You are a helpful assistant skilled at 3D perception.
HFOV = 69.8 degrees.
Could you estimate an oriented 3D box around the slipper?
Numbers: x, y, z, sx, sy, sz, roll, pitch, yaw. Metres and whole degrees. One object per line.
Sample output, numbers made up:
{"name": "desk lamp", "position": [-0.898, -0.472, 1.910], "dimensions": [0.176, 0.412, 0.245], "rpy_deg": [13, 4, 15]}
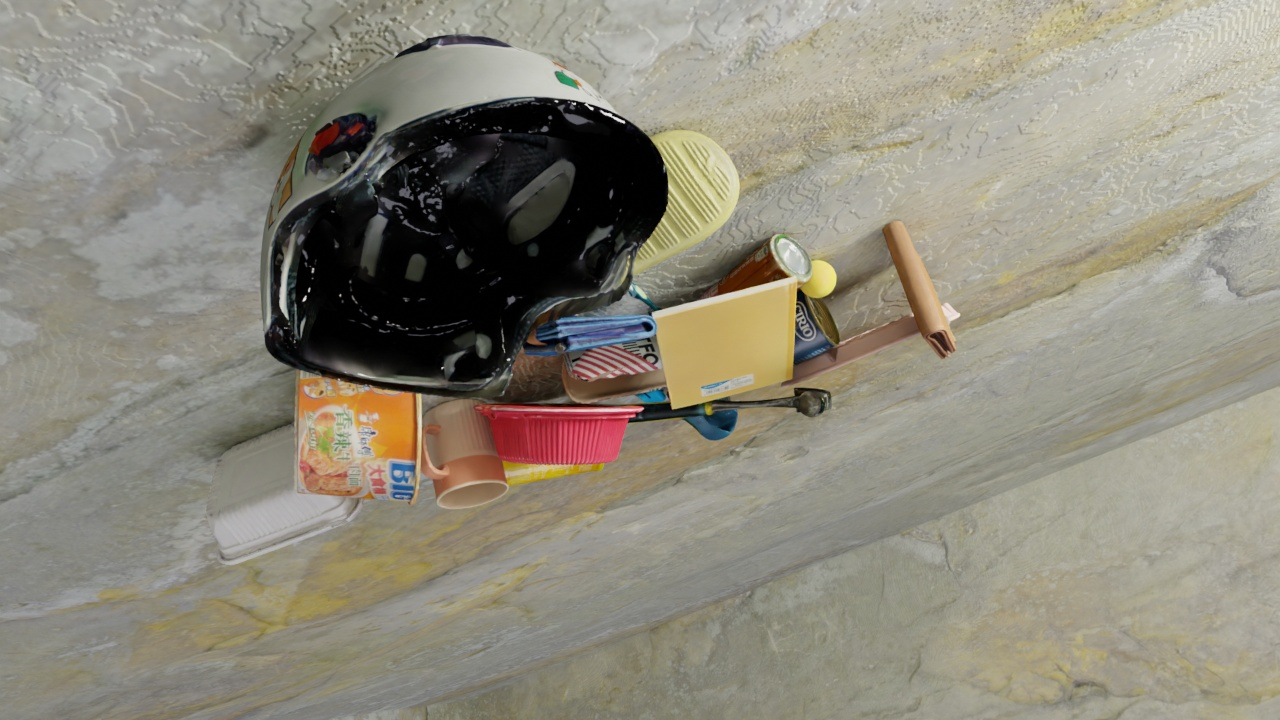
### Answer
{"name": "slipper", "position": [-0.011, -0.118, 0.754], "dimensions": [0.191, 0.091, 0.081], "rpy_deg": [-32, -166, 11]}

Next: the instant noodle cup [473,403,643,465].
{"name": "instant noodle cup", "position": [-0.091, 0.081, 1.034], "dimensions": [0.194, 0.066, 0.194], "rpy_deg": [0, 179, 0]}

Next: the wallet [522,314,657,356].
{"name": "wallet", "position": [-0.059, -0.027, 0.906], "dimensions": [0.106, 0.040, 0.133], "rpy_deg": [-6, 180, -26]}

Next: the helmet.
{"name": "helmet", "position": [-0.126, -0.103, 0.595], "dimensions": [0.229, 0.156, 0.275], "rpy_deg": [14, 132, -46]}

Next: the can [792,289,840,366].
{"name": "can", "position": [0.162, -0.027, 1.056], "dimensions": [0.111, 0.075, 0.075], "rpy_deg": [-28, 154, 24]}

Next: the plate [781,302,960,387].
{"name": "plate", "position": [0.276, -0.021, 1.127], "dimensions": [0.229, 0.028, 0.229], "rpy_deg": [-23, 177, -1]}

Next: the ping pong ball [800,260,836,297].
{"name": "ping pong ball", "position": [0.190, -0.087, 0.987], "dimensions": [0.040, 0.040, 0.040], "rpy_deg": [-15, 156, -7]}

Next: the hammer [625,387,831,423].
{"name": "hammer", "position": [0.070, 0.059, 1.118], "dimensions": [0.324, 0.032, 0.126], "rpy_deg": [-5, 179, 19]}

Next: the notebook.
{"name": "notebook", "position": [0.092, -0.011, 0.967], "dimensions": [0.146, 0.010, 0.206], "rpy_deg": [-14, 151, 1]}

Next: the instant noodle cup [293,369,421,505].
{"name": "instant noodle cup", "position": [-0.276, 0.067, 0.890], "dimensions": [0.111, 0.151, 0.152], "rpy_deg": [1, 152, -20]}

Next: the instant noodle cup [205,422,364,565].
{"name": "instant noodle cup", "position": [-0.382, 0.127, 0.974], "dimensions": [0.173, 0.137, 0.060], "rpy_deg": [-22, 135, 9]}

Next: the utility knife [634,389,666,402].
{"name": "utility knife", "position": [0.003, 0.034, 1.154], "dimensions": [0.034, 0.018, 0.159], "rpy_deg": [-23, 157, 11]}

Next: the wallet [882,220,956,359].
{"name": "wallet", "position": [0.299, -0.073, 0.980], "dimensions": [0.031, 0.131, 0.107], "rpy_deg": [-22, 157, 20]}

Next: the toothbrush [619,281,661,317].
{"name": "toothbrush", "position": [-0.010, -0.070, 0.921], "dimensions": [0.018, 0.016, 0.191], "rpy_deg": [-14, 159, 19]}

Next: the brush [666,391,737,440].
{"name": "brush", "position": [0.089, 0.071, 1.225], "dimensions": [0.055, 0.073, 0.143], "rpy_deg": [-32, 153, 19]}

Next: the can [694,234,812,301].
{"name": "can", "position": [0.109, -0.068, 0.951], "dimensions": [0.057, 0.058, 0.148], "rpy_deg": [4, 149, -40]}

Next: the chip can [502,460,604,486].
{"name": "chip can", "position": [-0.155, 0.126, 1.179], "dimensions": [0.213, 0.072, 0.072], "rpy_deg": [-9, 155, -20]}

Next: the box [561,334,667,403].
{"name": "box", "position": [-0.007, 0.008, 1.024], "dimensions": [0.162, 0.076, 0.088], "rpy_deg": [-13, 135, -15]}

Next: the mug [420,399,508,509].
{"name": "mug", "position": [-0.213, 0.105, 1.052], "dimensions": [0.082, 0.105, 0.114], "rpy_deg": [-29, 154, 25]}
